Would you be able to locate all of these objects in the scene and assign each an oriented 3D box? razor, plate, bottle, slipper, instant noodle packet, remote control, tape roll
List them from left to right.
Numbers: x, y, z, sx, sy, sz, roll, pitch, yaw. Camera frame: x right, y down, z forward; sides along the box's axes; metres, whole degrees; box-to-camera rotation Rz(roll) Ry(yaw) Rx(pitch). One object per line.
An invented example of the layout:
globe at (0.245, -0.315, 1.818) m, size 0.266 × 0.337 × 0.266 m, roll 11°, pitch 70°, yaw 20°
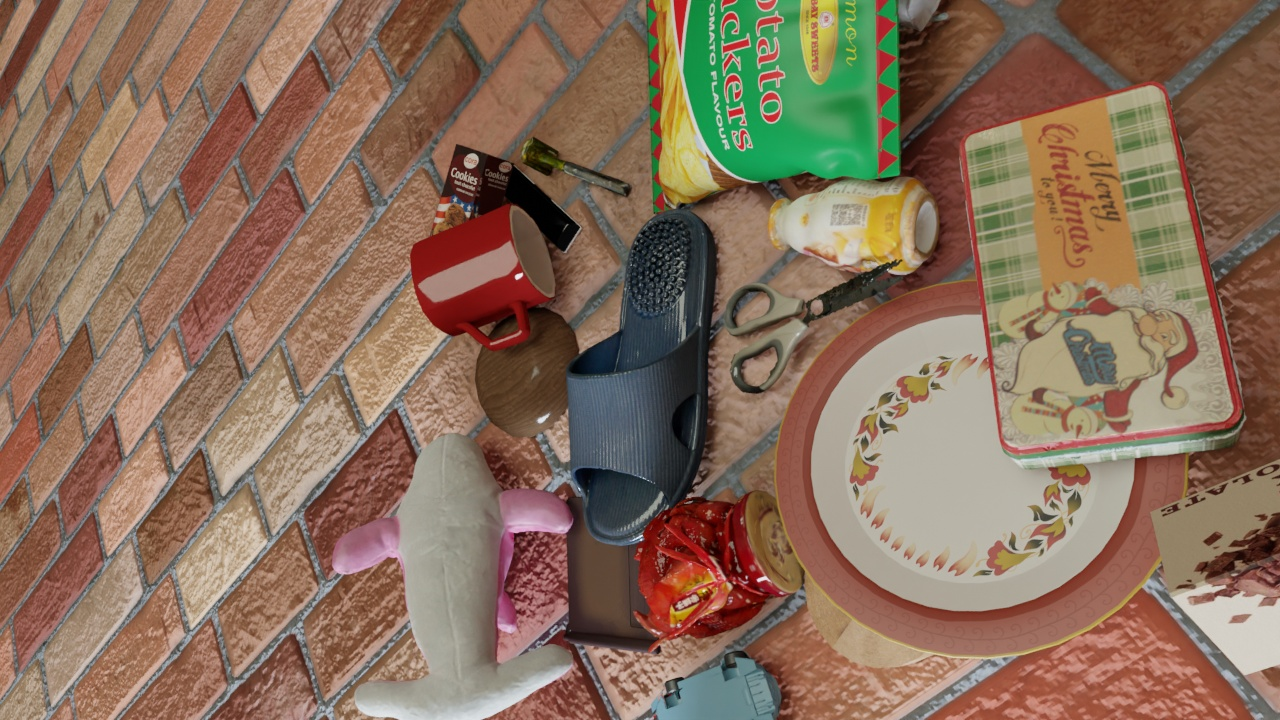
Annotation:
remote control at (-0.097, -0.142, 0.836) m, size 0.124 × 0.011 × 0.028 m, roll 45°, pitch 108°, yaw 35°
razor at (-0.053, -0.164, 0.798) m, size 0.106 × 0.042 × 0.026 m, roll 26°, pitch 94°, yaw 29°
slipper at (-0.004, 0.004, 0.682) m, size 0.101 × 0.082 × 0.263 m, roll 3°, pitch 77°, yaw 36°
bottle at (0.042, 0.140, 0.612) m, size 0.111 × 0.098 × 0.099 m, roll -28°, pitch 65°, yaw 30°
instant noodle packet at (0.079, -0.213, 0.644) m, size 0.253 × 0.090 × 0.195 m, roll 4°, pitch 98°, yaw 55°
bottle at (0.139, -0.090, 0.612) m, size 0.109 × 0.063 × 0.063 m, roll 8°, pitch 85°, yaw 40°
tape roll at (0.151, 0.143, 0.575) m, size 0.094 × 0.027 × 0.094 m, roll -9°, pitch 75°, yaw 36°
plate at (0.192, 0.058, 0.544) m, size 0.230 × 0.021 × 0.229 m, roll -14°, pitch 61°, yaw 25°

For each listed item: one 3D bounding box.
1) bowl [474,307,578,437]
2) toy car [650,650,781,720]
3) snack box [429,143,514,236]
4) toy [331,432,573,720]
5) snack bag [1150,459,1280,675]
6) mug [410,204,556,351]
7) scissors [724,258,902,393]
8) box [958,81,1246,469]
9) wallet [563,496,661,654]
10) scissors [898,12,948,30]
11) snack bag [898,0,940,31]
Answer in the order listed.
bowl at (-0.107, 0.008, 0.800) m, size 0.118 × 0.030 × 0.117 m, roll -9°, pitch 75°, yaw 36°
toy car at (0.055, 0.239, 0.630) m, size 0.108 × 0.027 × 0.060 m, roll -37°, pitch 60°, yaw 37°
snack box at (-0.166, -0.126, 0.863) m, size 0.051 × 0.031 × 0.141 m, roll 27°, pitch 103°, yaw 40°
toy at (-0.137, 0.175, 0.731) m, size 0.186 × 0.128 × 0.265 m, roll -12°, pitch 41°, yaw -3°
snack bag at (0.280, 0.076, 0.376) m, size 0.095 × 0.206 × 0.069 m, roll -33°, pitch 62°, yaw 28°
mug at (-0.131, -0.062, 0.784) m, size 0.097 × 0.080 × 0.116 m, roll -19°, pitch 67°, yaw 15°
scissors at (0.112, -0.021, 0.622) m, size 0.170 × 0.012 × 0.133 m, roll 22°, pitch 105°, yaw 53°
box at (0.247, -0.046, 0.507) m, size 0.118 × 0.050 × 0.205 m, roll -9°, pitch 67°, yaw 27°
wallet at (-0.023, 0.164, 0.713) m, size 0.092 × 0.018 × 0.115 m, roll -6°, pitch 79°, yaw 36°
scissors at (0.143, -0.242, 0.675) m, size 0.172 × 0.021 × 0.172 m, roll 12°, pitch 83°, yaw 41°
snack bag at (0.131, -0.309, 0.668) m, size 0.225 × 0.041 × 0.077 m, roll 37°, pitch 102°, yaw 36°
